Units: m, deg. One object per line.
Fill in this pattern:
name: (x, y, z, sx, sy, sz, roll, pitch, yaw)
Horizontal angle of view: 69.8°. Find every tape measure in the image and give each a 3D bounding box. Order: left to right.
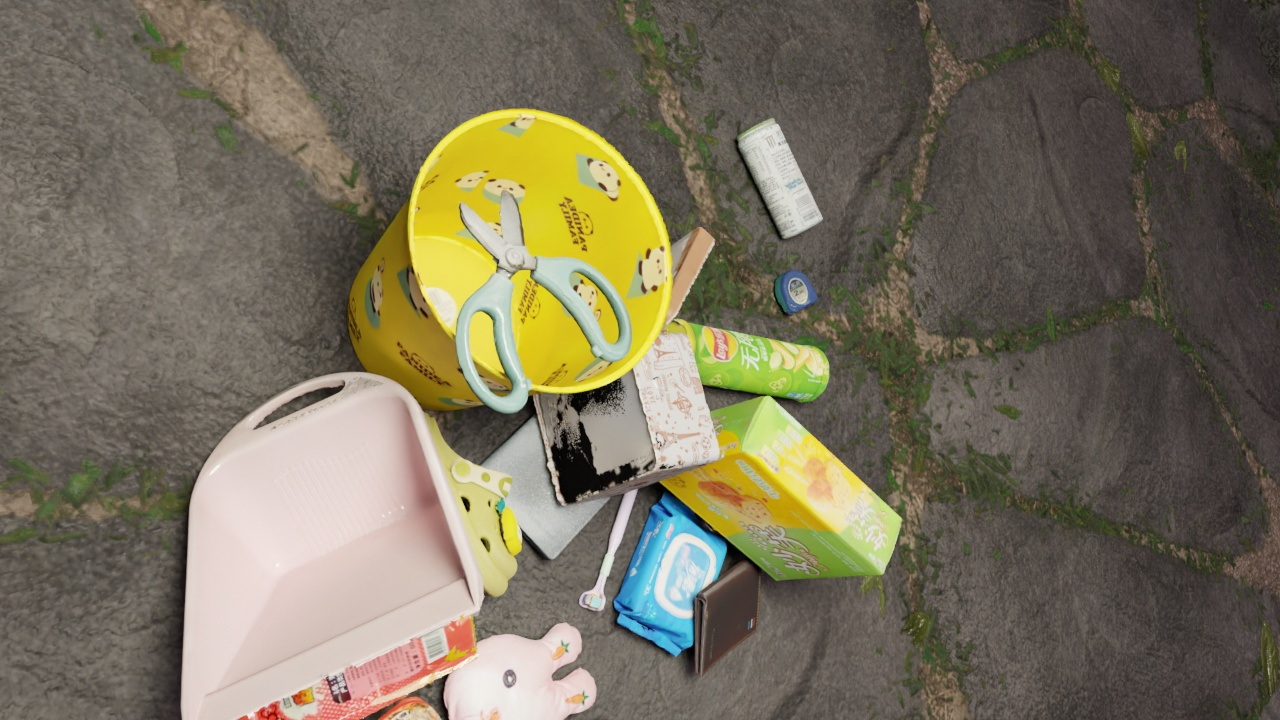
tape measure: (0.197, -0.088, 1.180, 0.058, 0.025, 0.054, -27, 92, -38)

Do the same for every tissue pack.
tissue pack: (0.037, 0.227, 0.987, 0.095, 0.052, 0.156, 34, 63, -22)

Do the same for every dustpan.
dustpan: (-0.258, 0.120, 0.712, 0.222, 0.273, 0.139, -25, 110, -6)

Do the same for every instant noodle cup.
instant noodle cup: (-0.225, 0.398, 0.764, 0.188, 0.079, 0.164, -33, 98, -35)

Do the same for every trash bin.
trash bin: (-0.135, -0.063, 0.818, 0.229, 0.256, 0.229, 8, 74, -31)

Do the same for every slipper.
slipper: (-0.157, 0.125, 0.856, 0.081, 0.092, 0.190, -26, 89, -13)

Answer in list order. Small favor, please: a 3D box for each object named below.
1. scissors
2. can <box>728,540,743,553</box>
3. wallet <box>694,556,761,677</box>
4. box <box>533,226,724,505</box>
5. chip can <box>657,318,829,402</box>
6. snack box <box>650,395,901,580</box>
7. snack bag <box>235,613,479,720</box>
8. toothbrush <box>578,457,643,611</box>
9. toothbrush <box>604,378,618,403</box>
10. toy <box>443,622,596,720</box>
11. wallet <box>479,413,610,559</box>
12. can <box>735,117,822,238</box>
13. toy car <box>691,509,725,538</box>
scissors: (-0.069, -0.044, 0.691, 0.179, 0.019, 0.172, 3, 76, -32)
can: (0.152, 0.163, 1.076, 0.053, 0.053, 0.132, 39, 61, -20)
wallet: (0.094, 0.275, 0.998, 0.122, 0.020, 0.096, -17, 110, -53)
box: (-0.013, 0.004, 0.909, 0.124, 0.179, 0.273, 21, 60, -29)
chip can: (0.124, 0.003, 1.083, 0.221, 0.073, 0.072, 9, 74, -31)
snack box: (0.135, 0.137, 0.933, 0.210, 0.158, 0.069, 42, 57, -18)
snack bag: (-0.250, 0.248, 0.795, 0.207, 0.073, 0.128, -17, 84, -29)
toothbrush: (-0.023, 0.174, 0.982, 0.021, 0.029, 0.188, 64, 41, -56)
toothbrush: (-0.043, 0.067, 0.997, 0.012, 0.017, 0.185, 24, 65, -24)
toy: (-0.110, 0.314, 0.876, 0.159, 0.054, 0.121, -17, 86, -42)
wallet: (-0.100, 0.128, 0.933, 0.121, 0.019, 0.097, 48, 64, -5)
can: (0.178, -0.233, 1.180, 0.058, 0.058, 0.147, -30, 96, -34)
toy car: (0.101, 0.132, 1.041, 0.071, 0.041, 0.155, 42, 42, -18)
